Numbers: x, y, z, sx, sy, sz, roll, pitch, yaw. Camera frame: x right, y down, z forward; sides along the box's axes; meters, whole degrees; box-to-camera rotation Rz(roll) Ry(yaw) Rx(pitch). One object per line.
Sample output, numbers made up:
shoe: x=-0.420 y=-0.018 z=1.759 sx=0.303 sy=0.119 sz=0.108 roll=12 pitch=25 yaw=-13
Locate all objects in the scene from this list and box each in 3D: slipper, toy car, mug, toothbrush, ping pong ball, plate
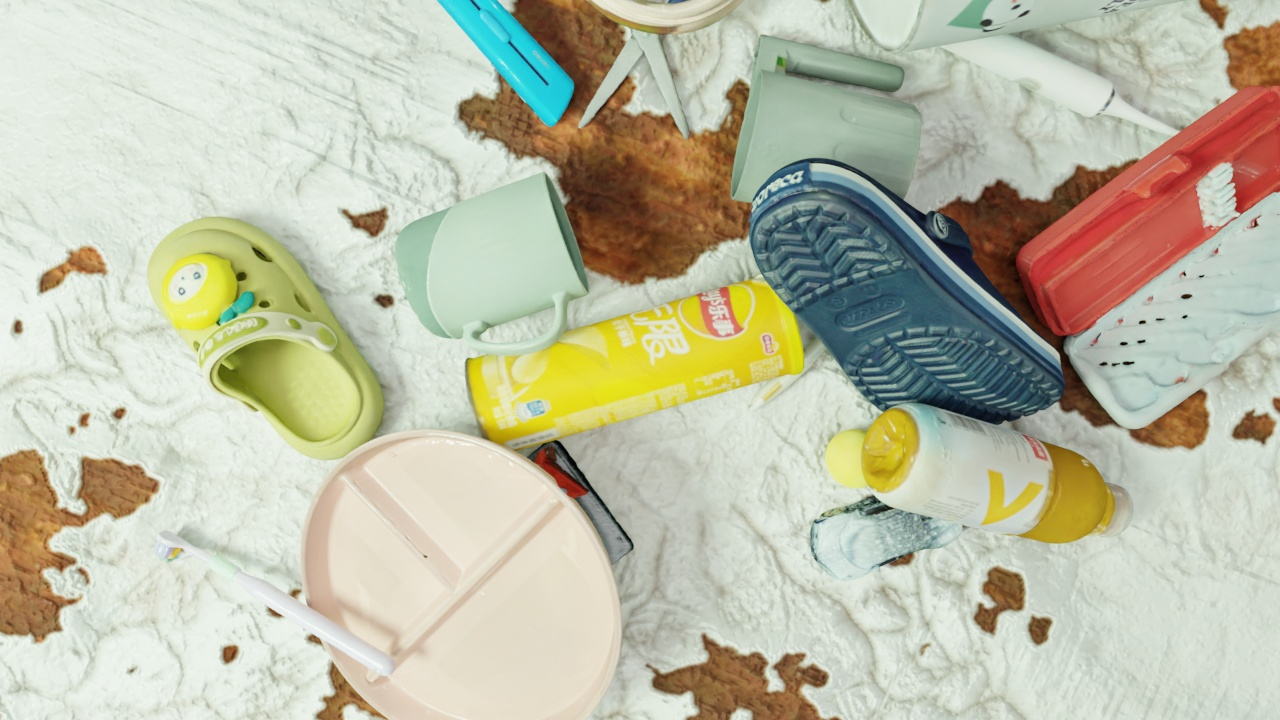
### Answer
slipper: x=-0.247 y=-0.014 z=0.601 sx=0.091 sy=0.081 sz=0.190 roll=-41 pitch=94 yaw=-1
toy car: x=0.168 y=0.116 z=0.629 sx=0.105 sy=0.031 sz=0.049 roll=-22 pitch=92 yaw=2
mug: x=-0.092 y=-0.052 z=0.590 sx=0.106 sy=0.082 sz=0.111 roll=-19 pitch=70 yaw=3
toothbrush: x=-0.247 y=0.165 z=0.620 sx=0.189 sy=0.029 sz=0.021 roll=25 pitch=54 yaw=10
ping pong ball: x=0.145 y=0.067 z=0.621 sx=0.040 sy=0.040 sz=0.040 roll=0 pitch=92 yaw=0
toothbrush: x=0.147 y=-0.028 z=0.630 sx=0.191 sy=0.016 sz=0.018 roll=-43 pitch=100 yaw=1
plate: x=-0.118 y=0.151 z=0.600 sx=0.230 sy=0.028 sz=0.230 roll=4 pitch=105 yaw=17
mug: x=0.120 y=-0.153 z=0.599 sx=0.103 sy=0.084 sz=0.123 roll=11 pitch=68 yaw=-1
slipper: x=0.163 y=-0.043 z=0.578 sx=0.252 sy=0.105 sz=0.095 roll=34 pitch=51 yaw=-27
toothbrush: x=0.283 y=-0.187 z=0.617 sx=0.221 sy=0.026 sz=0.026 roll=25 pitch=101 yaw=-1

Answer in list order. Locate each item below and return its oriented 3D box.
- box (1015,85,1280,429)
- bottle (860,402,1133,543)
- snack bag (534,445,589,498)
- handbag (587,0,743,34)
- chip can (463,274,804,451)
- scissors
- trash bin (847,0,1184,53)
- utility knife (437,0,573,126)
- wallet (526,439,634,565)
box: x=0.364 y=-0.068 z=0.613 sx=0.201 sy=0.060 sz=0.161 roll=-36 pitch=104 yaw=1
bottle: x=0.236 y=0.079 z=0.595 sx=0.189 sy=0.068 sz=0.068 roll=16 pitch=92 yaw=-19
snack bag: x=-0.079 y=0.109 z=0.615 sx=0.045 sy=0.026 sz=0.105 roll=38 pitch=92 yaw=1
handbag: x=0.015 y=-0.325 z=0.574 sx=0.193 sy=0.093 sz=0.234 roll=-2 pitch=91 yaw=-3
chip can: x=-0.004 y=0.004 z=0.604 sx=0.213 sy=0.072 sz=0.072 roll=-17 pitch=92 yaw=1
scissors: x=0.004 y=-0.236 z=0.623 sx=0.176 sy=0.012 sz=0.162 roll=-44 pitch=93 yaw=3
trash bin: x=0.247 y=-0.295 z=0.512 sx=0.252 sy=0.229 sz=0.229 roll=-15 pitch=92 yaw=1
utility knife: x=-0.113 y=-0.232 z=0.588 sx=0.034 sy=0.018 sz=0.191 roll=-47 pitch=113 yaw=-4
wallet: x=-0.079 y=0.126 z=0.637 sx=0.121 sy=0.019 sz=0.097 roll=-37 pitch=91 yaw=0
